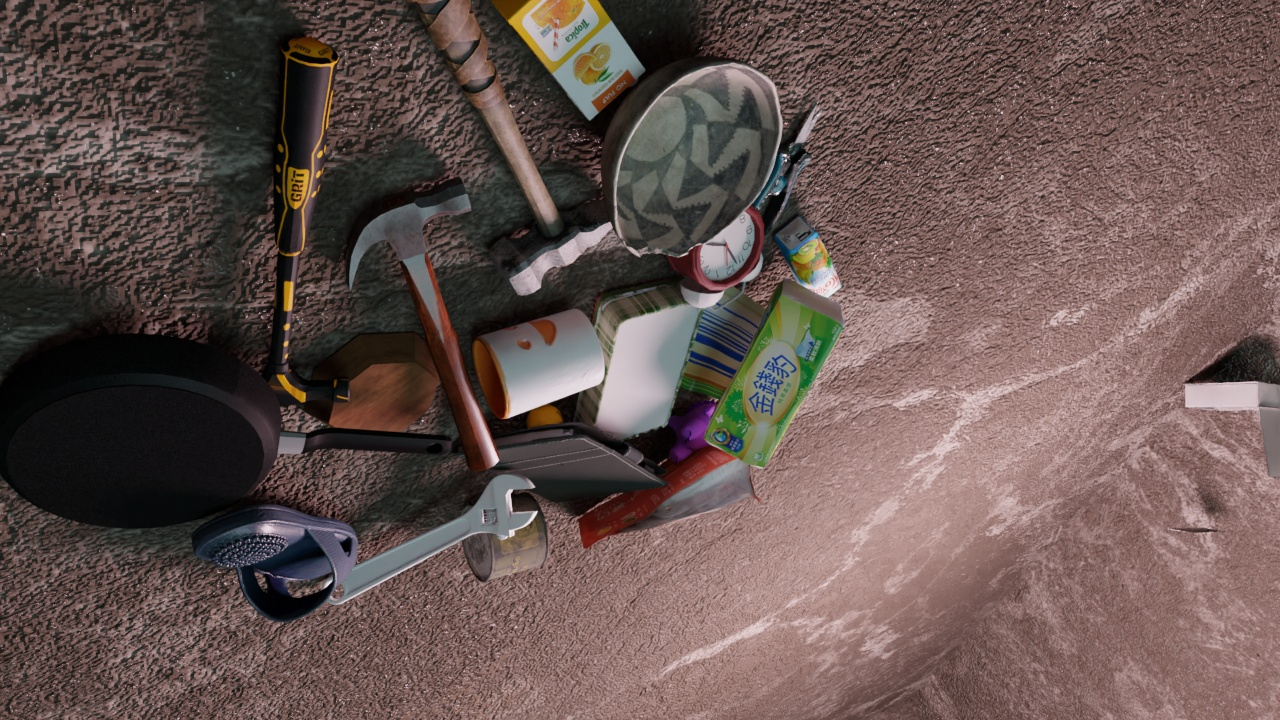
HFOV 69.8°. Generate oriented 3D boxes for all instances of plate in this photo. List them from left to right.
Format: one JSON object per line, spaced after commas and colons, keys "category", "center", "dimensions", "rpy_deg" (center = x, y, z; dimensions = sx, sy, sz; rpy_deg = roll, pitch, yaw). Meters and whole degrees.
{"category": "plate", "center": [-0.241, 0.030, 0.850], "dimensions": [0.131, 0.025, 0.131], "rpy_deg": [-22, 143, -18]}

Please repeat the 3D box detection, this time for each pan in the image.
{"category": "pan", "center": [-0.326, 0.072, 0.760], "dimensions": [0.355, 0.044, 0.205], "rpy_deg": [7, 133, -30]}

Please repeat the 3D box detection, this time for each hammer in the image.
{"category": "hammer", "center": [-0.265, -0.085, 0.684], "dimensions": [0.123, 0.036, 0.321], "rpy_deg": [4, 130, -23]}
{"category": "hammer", "center": [-0.174, -0.011, 0.810], "dimensions": [0.111, 0.028, 0.301], "rpy_deg": [-20, 132, -12]}
{"category": "hammer", "center": [-0.105, -0.181, 0.707], "dimensions": [0.121, 0.049, 0.319], "rpy_deg": [-35, 144, -8]}

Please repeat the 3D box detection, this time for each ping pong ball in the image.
{"category": "ping pong ball", "center": [-0.104, 0.067, 0.996], "dimensions": [0.040, 0.040, 0.040], "rpy_deg": [-22, 143, -18]}

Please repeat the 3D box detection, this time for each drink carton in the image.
{"category": "drink carton", "center": [-0.051, -0.239, 0.681], "dimensions": [0.058, 0.040, 0.122], "rpy_deg": [-40, 145, 6]}
{"category": "drink carton", "center": [0.190, -0.110, 1.035], "dimensions": [0.044, 0.038, 0.129], "rpy_deg": [-38, 145, 4]}

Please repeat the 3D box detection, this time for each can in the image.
{"category": "can", "center": [-0.158, 0.204, 1.068], "dimensions": [0.074, 0.090, 0.090], "rpy_deg": [-9, 137, -32]}

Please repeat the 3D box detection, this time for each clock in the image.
{"category": "clock", "center": [0.076, -0.110, 0.907], "dimensions": [0.096, 0.048, 0.138], "rpy_deg": [-34, 132, -19]}

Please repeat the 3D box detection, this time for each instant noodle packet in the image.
{"category": "instant noodle packet", "center": [0.026, 0.169, 1.143], "dimensions": [0.221, 0.084, 0.164], "rpy_deg": [-21, -174, -5]}

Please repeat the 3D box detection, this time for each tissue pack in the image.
{"category": "tissue pack", "center": [0.120, -0.001, 1.029], "dimensions": [0.198, 0.141, 0.120], "rpy_deg": [-64, 177, 12]}

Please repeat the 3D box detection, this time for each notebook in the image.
{"category": "notebook", "center": [-0.080, 0.116, 1.022], "dimensions": [0.170, 0.029, 0.209], "rpy_deg": [-12, 156, 23]}

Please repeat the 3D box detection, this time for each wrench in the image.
{"category": "wrench", "center": [-0.235, 0.202, 1.012], "dimensions": [0.273, 0.066, 0.018], "rpy_deg": [-27, 174, 8]}

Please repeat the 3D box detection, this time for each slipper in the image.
{"category": "slipper", "center": [-0.332, 0.200, 0.877], "dimensions": [0.101, 0.082, 0.264], "rpy_deg": [-25, 162, -7]}

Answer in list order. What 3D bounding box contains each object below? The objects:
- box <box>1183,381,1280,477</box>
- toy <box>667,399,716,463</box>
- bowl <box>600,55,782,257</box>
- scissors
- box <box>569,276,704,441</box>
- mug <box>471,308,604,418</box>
{"category": "box", "center": [1.468, 0.188, 2.027], "dimensions": [0.166, 0.512, 0.173], "rpy_deg": [5, 126, -32]}
{"category": "toy", "center": [0.074, 0.080, 1.148], "dimensions": [0.087, 0.056, 0.106], "rpy_deg": [-20, 152, -27]}
{"category": "bowl", "center": [0.029, -0.182, 0.777], "dimensions": [0.178, 0.081, 0.179], "rpy_deg": [-28, 143, -23]}
{"category": "scissors", "center": [0.139, -0.184, 0.923], "dimensions": [0.144, 0.019, 0.126], "rpy_deg": [-36, 145, -2]}
{"category": "box", "center": [-0.006, 0.006, 1.001], "dimensions": [0.117, 0.050, 0.206], "rpy_deg": [-18, 142, -29]}
{"category": "mug", "center": [-0.099, 0.002, 0.887], "dimensions": [0.105, 0.082, 0.082], "rpy_deg": [-20, 142, -23]}
